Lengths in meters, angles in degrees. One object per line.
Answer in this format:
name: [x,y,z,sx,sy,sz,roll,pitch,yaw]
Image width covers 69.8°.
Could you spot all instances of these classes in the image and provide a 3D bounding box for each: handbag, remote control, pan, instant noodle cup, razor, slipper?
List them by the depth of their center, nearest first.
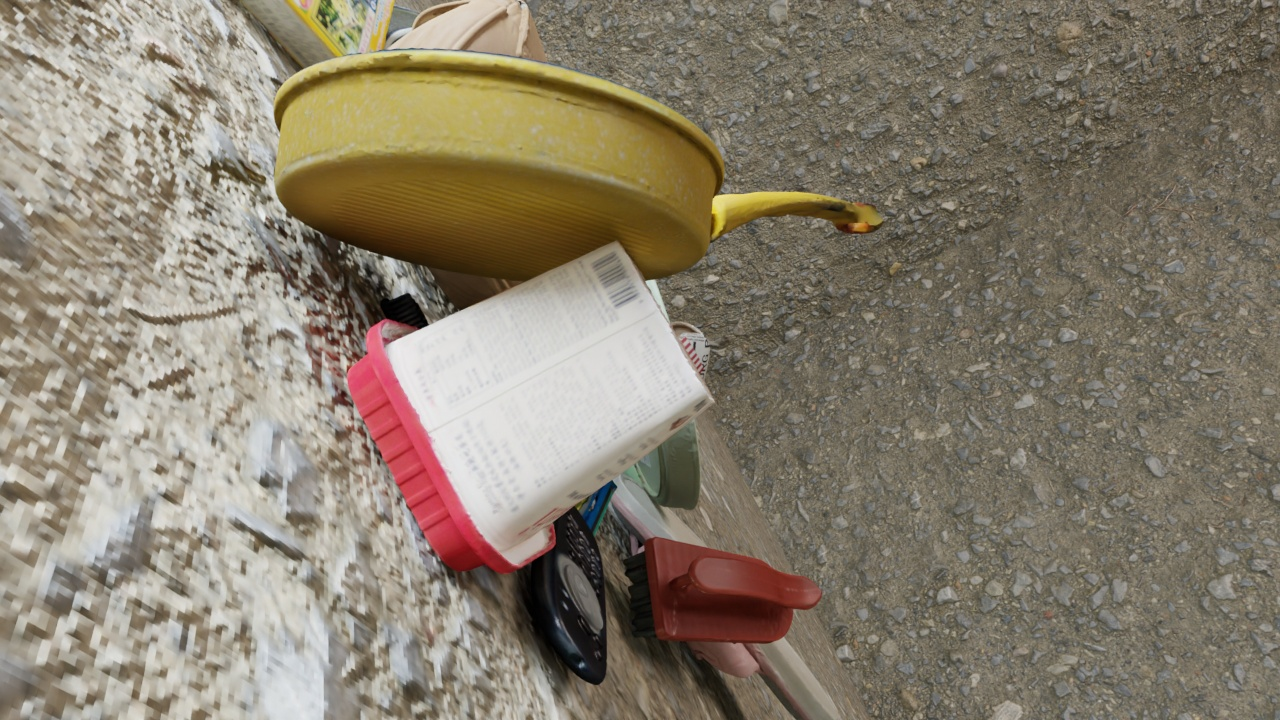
instant noodle cup: [-0.040,0.016,0.401,0.116,0.124,0.116,61,5,7]
remote control: [-0.036,0.112,0.453,0.053,0.024,0.136,60,5,-15]
pan: [0.002,-0.081,0.463,0.356,0.198,0.078,11,81,-36]
razor: [-0.061,0.061,0.550,0.143,0.022,0.042,50,54,-46]
handbag: [-0.099,-0.121,0.584,0.147,0.100,0.205,-65,152,-28]
slipper: [0.057,0.199,0.716,0.274,0.054,0.114,49,2,-11]

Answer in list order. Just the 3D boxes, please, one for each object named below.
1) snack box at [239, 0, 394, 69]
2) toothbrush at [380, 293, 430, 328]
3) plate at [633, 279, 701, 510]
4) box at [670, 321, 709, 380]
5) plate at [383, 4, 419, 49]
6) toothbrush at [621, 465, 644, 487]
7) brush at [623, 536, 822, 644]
snack box: [-0.206,-0.237,0.563,0.140,0.034,0.086,48,42,-60]
toothbrush: [-0.080,0.041,0.493,0.189,0.018,0.014,59,3,-25]
plate: [-0.004,0.004,0.689,0.230,0.027,0.230,165,-89,-81]
box: [0.028,0.037,1.068,0.075,0.162,0.085,1,19,-38]
plate: [-0.144,-0.195,0.680,0.179,0.024,0.179,27,47,-33]
toothbrush: [-0.019,0.089,0.805,0.027,0.026,0.224,30,-22,52]
brush: [0.060,0.156,0.609,0.145,0.069,0.063,21,51,-43]
